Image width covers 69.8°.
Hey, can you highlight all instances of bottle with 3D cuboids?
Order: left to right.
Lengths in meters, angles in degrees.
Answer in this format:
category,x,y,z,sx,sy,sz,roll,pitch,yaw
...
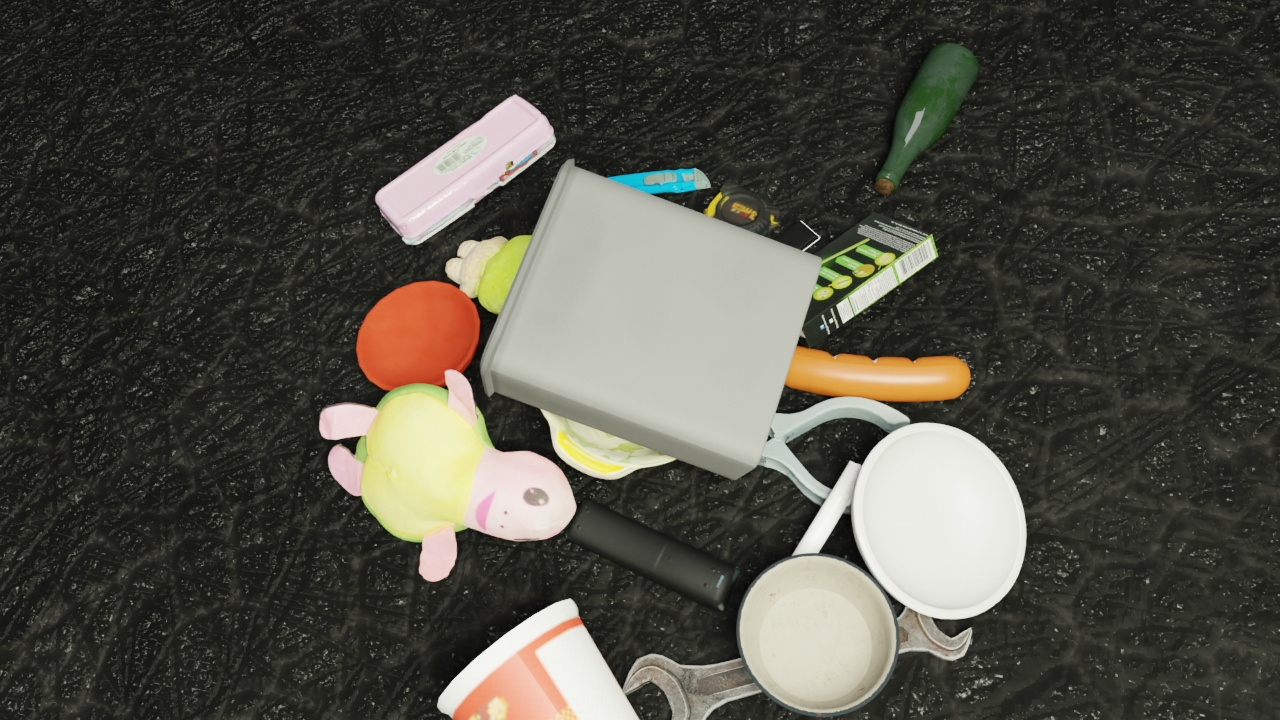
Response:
category,x,y,z,sx,sy,sz,roll,pitch,yaw
bottle,0.276,-0.234,0.908,0.055,0.055,0.174,25,71,20

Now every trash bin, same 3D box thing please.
category,x,y,z,sx,sy,sz,roll,pitch,yaw
trash bin,0.009,-0.029,0.741,0.220,0.098,0.191,20,74,-1

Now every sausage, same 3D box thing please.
category,x,y,z,sx,sy,sz,roll,pitch,yaw
sausage,0.201,0.013,0.800,0.164,0.039,0.044,4,59,12

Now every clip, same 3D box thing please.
category,x,y,z,sx,sy,sz,roll,pitch,yaw
clip,0.140,0.099,0.773,0.172,0.029,0.143,1,62,10

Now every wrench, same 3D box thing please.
category,x,y,z,sx,sy,sz,roll,pitch,yaw
wrench,0.121,0.236,0.715,0.273,0.010,0.070,-15,61,1

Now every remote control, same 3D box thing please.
category,x,y,z,sx,sy,sz,roll,pitch,yaw
remote control,0.008,0.160,0.768,0.152,0.020,0.041,21,67,21
remote control,0.117,-0.093,0.885,0.124,0.012,0.028,-37,63,-10

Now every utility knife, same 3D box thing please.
category,x,y,z,sx,sy,sz,roll,pitch,yaw
utility knife,-0.007,-0.181,0.951,0.158,0.015,0.031,-7,57,8

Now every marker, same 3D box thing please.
category,x,y,z,sx,sy,sz,roll,pitch,yaw
marker,0.143,0.141,0.736,0.020,0.017,0.133,31,88,46

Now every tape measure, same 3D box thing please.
category,x,y,z,sx,sy,sz,roll,pitch,yaw
tape measure,0.097,-0.134,0.897,0.067,0.038,0.062,30,63,19

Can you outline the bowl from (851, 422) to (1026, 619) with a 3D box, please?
category,x,y,z,sx,sy,sz,roll,pitch,yaw
bowl,0.226,0.126,0.721,0.149,0.043,0.149,5,73,-15

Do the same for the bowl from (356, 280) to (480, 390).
category,x,y,z,sx,sy,sz,roll,pitch,yaw
bowl,-0.210,-0.016,0.888,0.122,0.035,0.121,-4,62,8

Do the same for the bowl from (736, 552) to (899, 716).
category,x,y,z,sx,sy,sz,roll,pitch,yaw
bowl,0.131,0.209,0.687,0.115,0.059,0.115,-4,62,7

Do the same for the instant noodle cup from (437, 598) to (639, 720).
category,x,y,z,sx,sy,sz,roll,pitch,yaw
instant noodle cup,-0.063,0.265,0.676,0.123,0.123,0.121,-38,71,-10

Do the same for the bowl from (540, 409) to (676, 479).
category,x,y,z,sx,sy,sz,roll,pitch,yaw
bowl,-0.005,0.005,0.812,0.188,0.060,0.219,25,73,3

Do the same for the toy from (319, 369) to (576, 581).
category,x,y,z,sx,sy,sz,roll,pitch,yaw
toy,-0.171,0.094,0.790,0.238,0.087,0.190,12,101,16

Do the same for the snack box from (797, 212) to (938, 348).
category,x,y,z,sx,sy,sz,roll,pitch,yaw
snack box,0.185,-0.076,0.836,0.147,0.025,0.080,-35,34,-9

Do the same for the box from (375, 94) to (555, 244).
category,x,y,z,sx,sy,sz,roll,pitch,yaw
box,-0.187,-0.205,0.983,0.202,0.044,0.086,-39,58,-10

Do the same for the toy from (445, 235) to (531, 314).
category,x,y,z,sx,sy,sz,roll,pitch,yaw
toy,-0.139,-0.089,0.909,0.115,0.046,0.092,17,66,25
